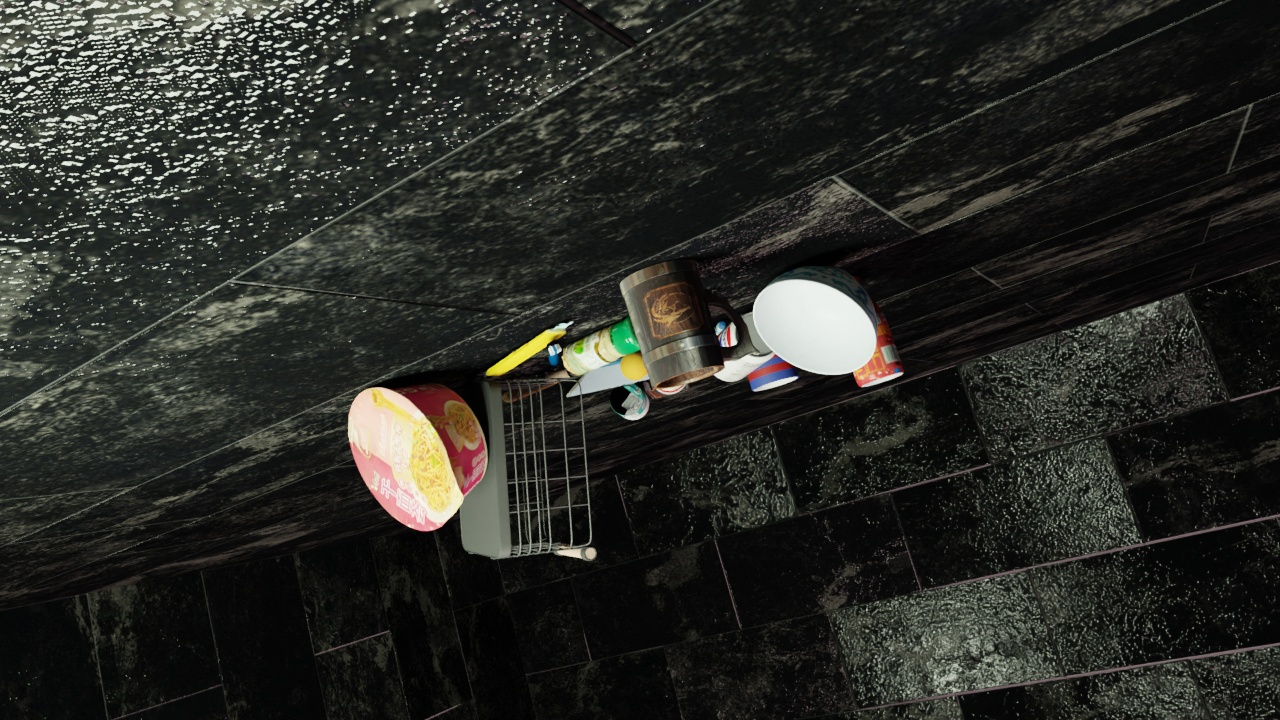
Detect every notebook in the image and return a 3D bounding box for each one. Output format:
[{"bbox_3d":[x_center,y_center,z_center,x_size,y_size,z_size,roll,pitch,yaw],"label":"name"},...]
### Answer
[{"bbox_3d":[0.026,0.006,1.378,0.253,0.009,0.181,-12,169,-19],"label":"notebook"}]

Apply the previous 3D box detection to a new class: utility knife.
[{"bbox_3d":[-0.127,-0.011,1.037,0.030,0.017,0.165,-13,171,-44],"label":"utility knife"}]

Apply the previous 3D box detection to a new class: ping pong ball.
[{"bbox_3d":[-0.007,0.007,1.247,0.040,0.040,0.040,-15,170,-3],"label":"ping pong ball"}]

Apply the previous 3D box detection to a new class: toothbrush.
[{"bbox_3d":[-0.101,-0.006,1.068,0.014,0.014,0.168,-26,176,-7],"label":"toothbrush"},{"bbox_3d":[-0.119,0.026,1.252,0.167,0.016,0.016,-21,168,23],"label":"toothbrush"}]

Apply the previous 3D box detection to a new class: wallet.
[{"bbox_3d":[0.047,0.042,1.576,0.072,0.019,0.123,-14,170,5],"label":"wallet"}]

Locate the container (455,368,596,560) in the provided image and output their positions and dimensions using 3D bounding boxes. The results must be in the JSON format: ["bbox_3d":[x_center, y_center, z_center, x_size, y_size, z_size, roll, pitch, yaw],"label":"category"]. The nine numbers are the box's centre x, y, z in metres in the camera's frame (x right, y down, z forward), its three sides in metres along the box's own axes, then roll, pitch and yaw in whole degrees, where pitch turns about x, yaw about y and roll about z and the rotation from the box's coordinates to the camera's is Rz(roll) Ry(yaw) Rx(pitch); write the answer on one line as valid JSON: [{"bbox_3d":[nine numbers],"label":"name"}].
[{"bbox_3d":[-0.144,0.132,1.149,0.130,0.241,0.163,-2,174,-27],"label":"container"}]

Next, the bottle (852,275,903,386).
[{"bbox_3d":[0.284,-0.039,1.164,0.062,0.137,0.062,-15,169,-3],"label":"bottle"}]

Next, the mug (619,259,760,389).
[{"bbox_3d":[0.049,-0.038,0.900,0.115,0.107,0.080,-14,170,-11],"label":"mug"}]

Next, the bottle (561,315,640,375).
[{"bbox_3d":[-0.040,-0.017,1.064,0.111,0.043,0.043,-23,168,35],"label":"bottle"}]

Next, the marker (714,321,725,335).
[{"bbox_3d":[0.091,-0.024,1.273,0.013,0.013,0.142,-12,164,-19],"label":"marker"}]

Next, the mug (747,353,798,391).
[{"bbox_3d":[0.196,0.004,1.438,0.075,0.076,0.112,-14,170,-9],"label":"mug"}]

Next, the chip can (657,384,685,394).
[{"bbox_3d":[0.038,-0.003,1.154,0.052,0.051,0.215,-15,168,-3],"label":"chip can"}]

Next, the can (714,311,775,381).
[{"bbox_3d":[0.138,-0.018,1.247,0.070,0.070,0.132,-13,170,-14],"label":"can"}]

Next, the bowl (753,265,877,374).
[{"bbox_3d":[0.210,-0.061,1.055,0.144,0.144,0.074,-29,-157,51],"label":"bowl"}]

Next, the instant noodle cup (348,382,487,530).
[{"bbox_3d":[-0.253,0.102,1.071,0.179,0.178,0.077,-25,-177,42],"label":"instant noodle cup"}]

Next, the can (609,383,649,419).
[{"bbox_3d":[-0.017,0.068,1.517,0.055,0.055,0.101,-17,170,5],"label":"can"}]
